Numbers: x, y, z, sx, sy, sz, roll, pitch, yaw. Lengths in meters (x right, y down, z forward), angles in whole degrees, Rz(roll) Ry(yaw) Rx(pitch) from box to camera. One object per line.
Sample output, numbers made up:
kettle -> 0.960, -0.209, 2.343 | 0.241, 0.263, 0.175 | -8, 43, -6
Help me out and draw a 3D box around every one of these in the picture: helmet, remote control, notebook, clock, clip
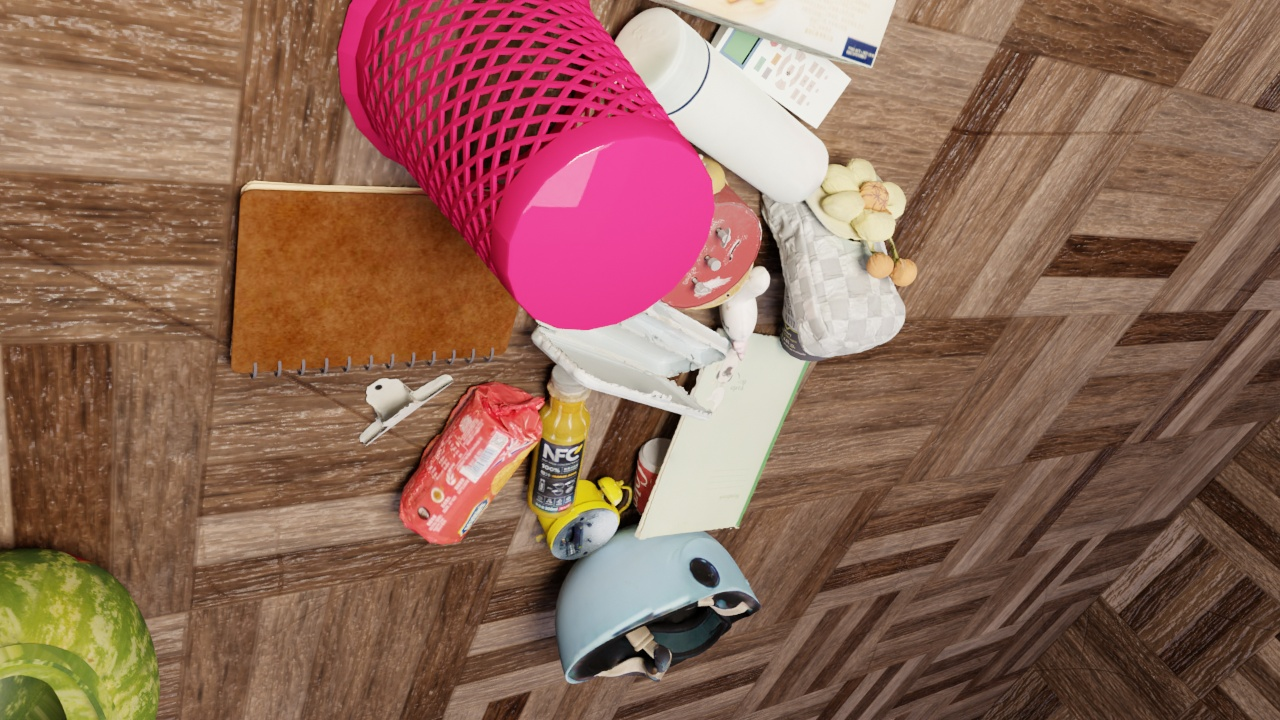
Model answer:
helmet -> 0.001, 0.285, 1.095 | 0.226, 0.166, 0.265 | -45, 152, 26
remote control -> 0.114, -0.242, 0.749 | 0.143, 0.024, 0.050 | 20, 113, -41
helmet -> -0.477, 0.258, 0.669 | 0.213, 0.248, 0.242 | 32, 67, -32
notebook -> 0.100, 0.086, 1.033 | 0.181, 0.010, 0.253 | 4, 112, -46
clock -> -0.060, 0.174, 1.030 | 0.118, 0.057, 0.083 | -16, 137, -22
clock -> 0.040, -0.111, 0.787 | 0.117, 0.081, 0.159 | -36, 142, 1
clip -> -0.213, 0.042, 0.805 | 0.101, 0.038, 0.054 | -37, 154, 1
notebook -> -0.196, -0.060, 0.714 | 0.225, 0.024, 0.168 | -5, 131, -32

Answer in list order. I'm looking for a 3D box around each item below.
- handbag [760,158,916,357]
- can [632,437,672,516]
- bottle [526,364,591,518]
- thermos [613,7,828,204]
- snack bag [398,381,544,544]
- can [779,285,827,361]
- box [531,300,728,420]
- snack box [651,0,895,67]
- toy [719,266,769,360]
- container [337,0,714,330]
handbag -> 0.192, -0.094, 0.841 | 0.112, 0.171, 0.124 | -9, 173, -30
can -> 0.021, 0.138, 1.054 | 0.054, 0.054, 0.097 | -16, 138, -23
bottle -> -0.080, 0.081, 0.921 | 0.053, 0.053, 0.187 | -12, 136, -27
thermos -> 0.069, -0.192, 0.725 | 0.068, 0.068, 0.229 | -50, 144, 17
snack bag -> -0.162, 0.096, 0.864 | 0.082, 0.082, 0.177 | 19, 116, -46
can -> 0.182, -0.060, 0.957 | 0.064, 0.064, 0.127 | -22, 140, -16
box -> -0.007, 0.012, 0.848 | 0.108, 0.109, 0.216 | -15, 154, 37
snack box -> 0.098, -0.285, 0.650 | 0.207, 0.057, 0.104 | 2, 114, -37
toy -> 0.096, -0.054, 0.896 | 0.037, 0.075, 0.126 | -3, 135, -9
container -> -0.065, -0.137, 0.567 | 0.183, 0.225, 0.183 | -20, 139, -18
